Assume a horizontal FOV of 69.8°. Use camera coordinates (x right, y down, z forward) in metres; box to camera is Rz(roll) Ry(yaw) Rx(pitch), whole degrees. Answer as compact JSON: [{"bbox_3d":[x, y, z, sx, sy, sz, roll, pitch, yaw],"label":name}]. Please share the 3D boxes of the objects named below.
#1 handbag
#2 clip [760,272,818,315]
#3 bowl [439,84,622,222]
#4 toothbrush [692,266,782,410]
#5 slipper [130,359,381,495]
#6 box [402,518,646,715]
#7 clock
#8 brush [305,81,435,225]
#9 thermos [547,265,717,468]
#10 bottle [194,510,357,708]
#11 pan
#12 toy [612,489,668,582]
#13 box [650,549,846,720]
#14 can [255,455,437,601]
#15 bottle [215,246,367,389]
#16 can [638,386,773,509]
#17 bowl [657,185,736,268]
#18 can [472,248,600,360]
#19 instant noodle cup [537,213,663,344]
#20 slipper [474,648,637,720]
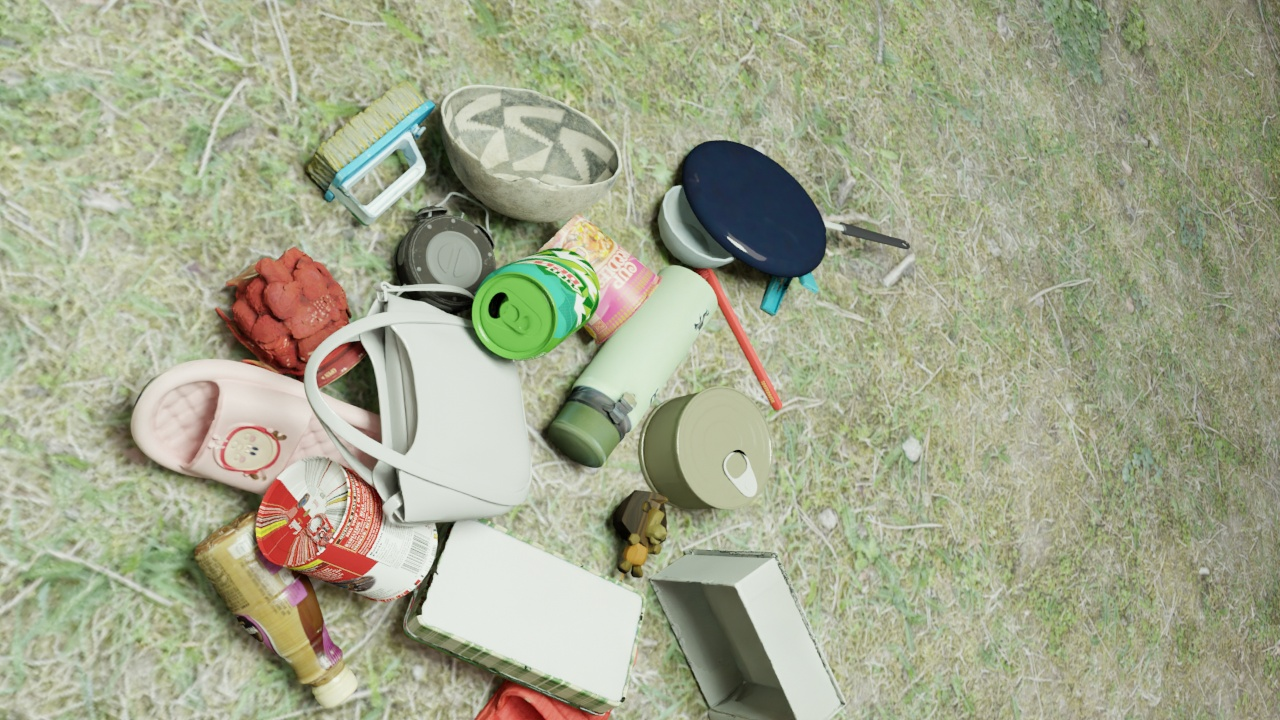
[{"bbox_3d":[-0.188,0.029,0.743,0.222,0.096,0.215,24,51,-57],"label":"handbag"},{"bbox_3d":[0.189,-0.121,1.098,0.027,0.103,0.119,30,52,-28],"label":"clip"},{"bbox_3d":[-0.113,-0.189,0.888,0.178,0.081,0.178,16,40,-14],"label":"bowl"},{"bbox_3d":[0.110,-0.032,1.066,0.017,0.012,0.212,-35,101,-34],"label":"toothbrush"},{"bbox_3d":[-0.285,0.067,0.728,0.221,0.055,0.107,21,114,-38],"label":"slipper"},{"bbox_3d":[-0.099,0.226,0.815,0.205,0.051,0.117,27,51,-16],"label":"box"},{"bbox_3d":[-0.182,-0.093,0.860,0.091,0.044,0.122,23,68,-30],"label":"clock"},{"bbox_3d":[-0.230,-0.192,0.838,0.075,0.055,0.135,45,59,-13],"label":"brush"},{"bbox_3d":[-0.006,0.005,0.937,0.082,0.082,0.230,47,59,-18],"label":"thermos"},{"bbox_3d":[-0.281,0.201,0.725,0.059,0.060,0.166,-37,103,-34],"label":"bottle"},{"bbox_3d":[0.203,-0.172,1.104,0.355,0.021,0.198,8,54,-32],"label":"pan"},{"bbox_3d":[-0.003,0.180,0.920,0.076,0.063,0.100,34,68,-46],"label":"toy"},{"bbox_3d":[0.124,0.370,0.902,0.098,0.166,0.368,-19,90,-30],"label":"box"},{"bbox_3d":[-0.230,0.136,0.729,0.116,0.087,0.086,48,52,-55],"label":"can"},{"bbox_3d":[-0.288,-0.032,0.753,0.098,0.099,0.111,-46,117,-32],"label":"bottle"},{"bbox_3d":[0.069,0.095,0.975,0.127,0.073,0.127,7,77,-33],"label":"can"},{"bbox_3d":[0.062,-0.143,1.028,0.106,0.039,0.106,18,51,-23],"label":"bowl"},{"bbox_3d":[-0.091,-0.052,0.821,0.083,0.083,0.144,63,16,-7],"label":"can"},{"bbox_3d":[-0.049,-0.088,0.924,0.108,0.098,0.097,45,59,-10],"label":"instant noodle cup"},{"bbox_3d":[-0.089,0.330,0.832,0.248,0.059,0.103,-40,104,-31],"label":"slipper"}]
